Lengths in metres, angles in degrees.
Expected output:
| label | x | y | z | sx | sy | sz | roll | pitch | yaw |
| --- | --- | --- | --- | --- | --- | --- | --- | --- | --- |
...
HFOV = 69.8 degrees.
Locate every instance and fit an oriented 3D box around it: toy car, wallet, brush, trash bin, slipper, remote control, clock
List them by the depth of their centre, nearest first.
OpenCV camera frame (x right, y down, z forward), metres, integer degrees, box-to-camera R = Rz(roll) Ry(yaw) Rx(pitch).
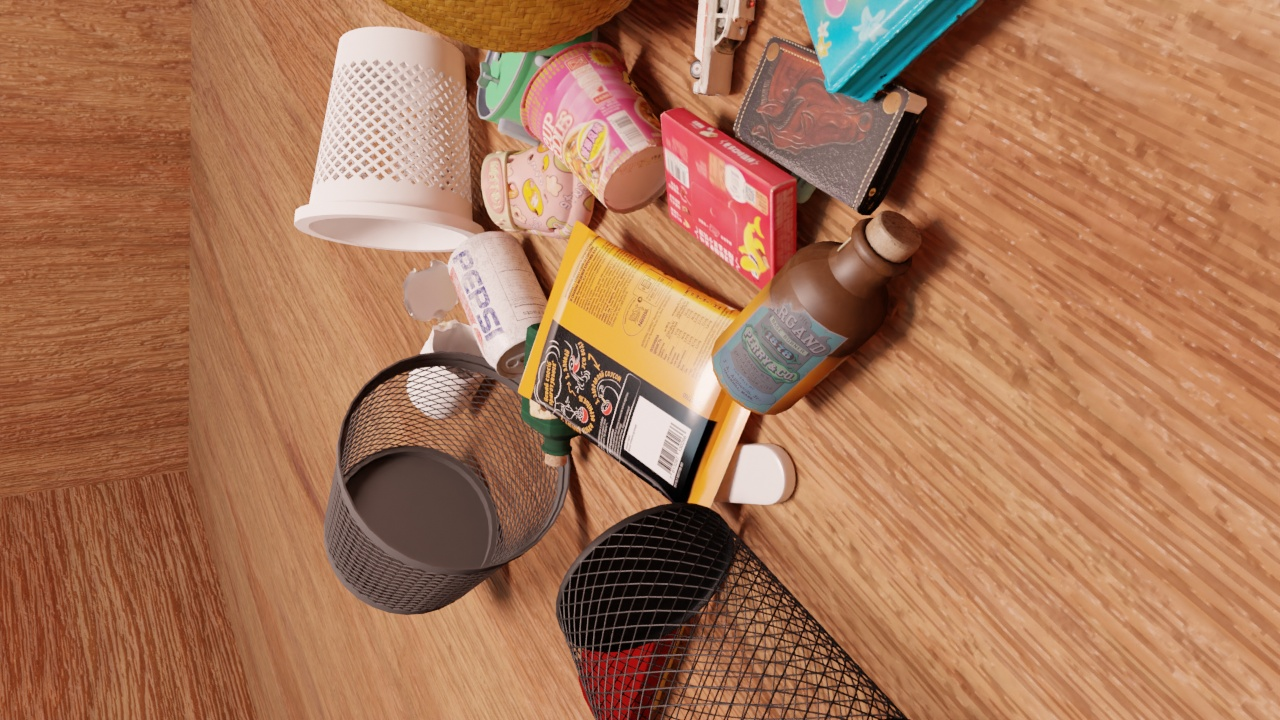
| label | x | y | z | sx | sy | sz | roll | pitch | yaw |
| --- | --- | --- | --- | --- | --- | --- | --- | --- | --- |
| wallet | 0.110 | -0.145 | 0.555 | 0.123 | 0.019 | 0.072 | 44 | 121 | 42 |
| trash bin | 0.049 | 0.215 | 0.603 | 0.210 | 0.183 | 0.184 | 51 | 135 | 47 |
| toy car | 0.060 | -0.239 | 0.627 | 0.039 | 0.039 | 0.113 | 14 | 109 | 32 |
| remote control | 0.066 | 0.085 | 0.691 | 0.137 | 0.013 | 0.043 | -9 | 88 | 56 |
| brush | -0.005 | 0.247 | 0.797 | 0.082 | 0.041 | 0.174 | 45 | 130 | 43 |
| clock | -0.096 | -0.273 | 0.800 | 0.122 | 0.075 | 0.161 | -47 | 37 | 40 |
| slipper | -0.113 | -0.157 | 0.855 | 0.198 | 0.081 | 0.093 | 7 | 102 | 57 |
| trash bin | -0.213 | 0.140 | 0.942 | 0.228 | 0.217 | 0.217 | -49 | 56 | 52 |
| trash bin | -0.261 | -0.233 | 0.986 | 0.196 | 0.195 | 0.199 | -2 | 84 | 56 |

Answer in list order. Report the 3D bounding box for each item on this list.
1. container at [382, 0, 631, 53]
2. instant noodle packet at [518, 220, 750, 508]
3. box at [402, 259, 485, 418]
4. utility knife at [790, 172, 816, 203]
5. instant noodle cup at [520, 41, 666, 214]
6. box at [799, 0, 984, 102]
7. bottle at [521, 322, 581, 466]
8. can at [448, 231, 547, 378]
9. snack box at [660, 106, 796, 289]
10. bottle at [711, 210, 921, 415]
| label | x | y | z | sx | sy | sz | roll | pitch | yaw |
| --- | --- | --- | --- | --- | --- | --- | --- | --- | --- |
| container | -0.085 | -0.369 | 0.618 | 0.308 | 0.196 | 0.306 | -15 | 66 | 37 |
| instant noodle packet | -0.004 | 0.003 | 0.720 | 0.221 | 0.032 | 0.160 | 32 | 110 | 35 |
| box | -0.227 | -0.021 | 1.031 | 0.141 | 0.083 | 0.140 | 58 | 139 | 14 |
| utility knife | 0.126 | -0.147 | 0.564 | 0.126 | 0.015 | 0.022 | -56 | 50 | 40 |
| instant noodle cup | -0.027 | -0.176 | 0.720 | 0.108 | 0.097 | 0.098 | 55 | 137 | 25 |
| box | 0.117 | -0.263 | 0.515 | 0.094 | 0.041 | 0.226 | -38 | 56 | 48 |
| bottle | -0.073 | 0.034 | 0.844 | 0.061 | 0.061 | 0.131 | 27 | 118 | 48 |
| can | -0.133 | -0.056 | 0.903 | 0.136 | 0.078 | 0.078 | 63 | 141 | 28 |
| snack box | 0.059 | -0.110 | 0.634 | 0.133 | 0.021 | 0.089 | 46 | 154 | 42 |
| bottle | 0.109 | -0.032 | 0.559 | 0.157 | 0.067 | 0.067 | -50 | 55 | 47 |
